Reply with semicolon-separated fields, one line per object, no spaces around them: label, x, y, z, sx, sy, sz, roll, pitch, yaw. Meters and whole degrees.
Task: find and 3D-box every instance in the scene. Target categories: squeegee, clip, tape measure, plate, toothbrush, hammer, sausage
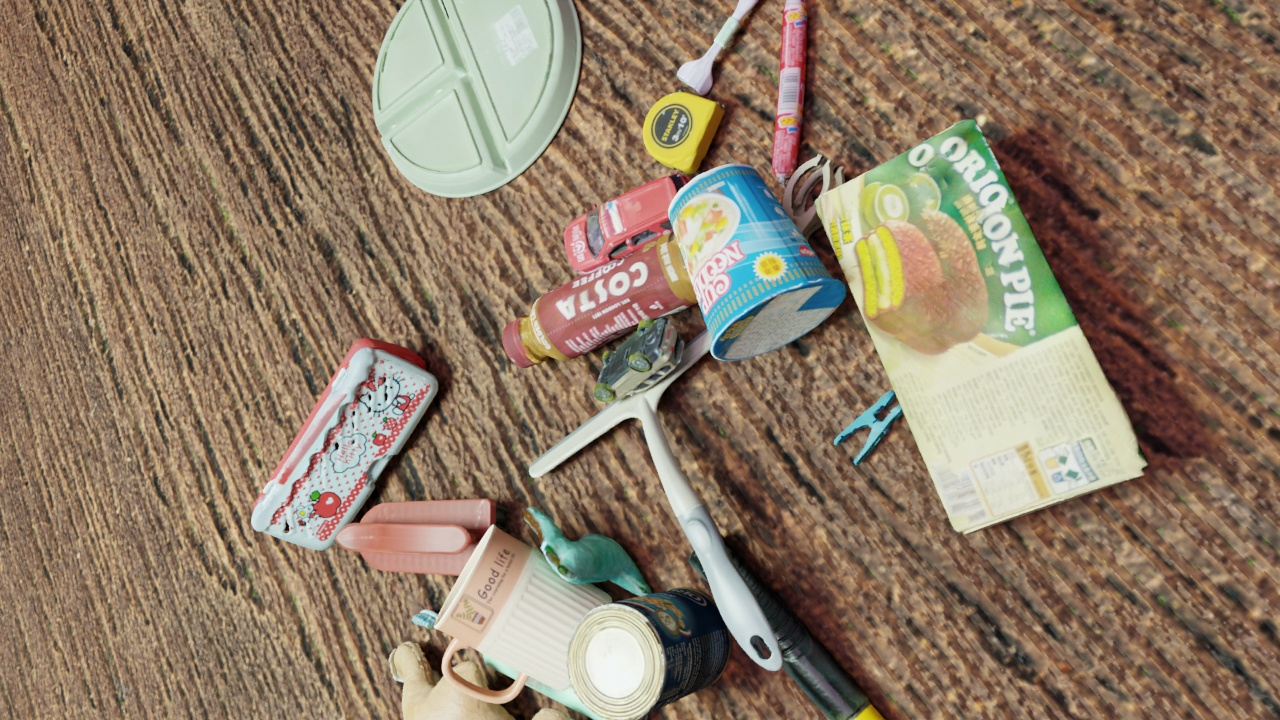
squeegee;0.035;0.101;0.642;0.247;0.039;0.246;-38;55;18
clip;0.117;-0.098;0.661;0.064;0.034;0.098;34;104;26
tape measure;0.032;-0.179;0.718;0.057;0.029;0.060;27;96;27
plate;-0.157;-0.262;0.832;0.231;0.027;0.230;-4;82;27
clip;0.159;0.044;0.630;0.041;0.014;0.056;46;104;25
toothbrush;-0.093;0.242;0.730;0.225;0.027;0.026;16;102;29
hammer;0.140;0.233;0.605;0.129;0.032;0.300;-49;65;12
toothbrush;0.093;-0.292;0.707;0.029;0.021;0.189;33;100;-11
sausage;0.112;-0.205;0.684;0.020;0.020;0.155;2;85;28

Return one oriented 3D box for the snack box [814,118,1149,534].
snack box;0.210;-0.020;0.583;0.115;0.063;0.240;-27;71;22

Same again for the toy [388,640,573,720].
toy;-0.139;0.309;0.721;0.226;0.082;0.143;17;87;32

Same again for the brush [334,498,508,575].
brush;-0.185;0.147;0.768;0.146;0.069;0.063;-5;80;27

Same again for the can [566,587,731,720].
can;0.007;0.200;0.634;0.075;0.111;0.075;-4;81;28

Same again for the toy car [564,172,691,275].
toy car;-0.009;-0.107;0.723;0.121;0.045;0.053;-23;72;26

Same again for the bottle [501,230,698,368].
bottle;-0.029;-0.043;0.716;0.175;0.057;0.057;-23;73;23

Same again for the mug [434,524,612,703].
mug;-0.093;0.197;0.678;0.106;0.082;0.114;31;84;-6

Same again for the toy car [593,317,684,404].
toy car;-0.004;0.004;0.693;0.091;0.035;0.042;-36;28;43

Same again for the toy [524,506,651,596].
toy;-0.043;0.143;0.681;0.096;0.091;0.030;41;101;29

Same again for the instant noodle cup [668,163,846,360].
instant noodle cup;0.071;-0.070;0.627;0.099;0.099;0.110;-33;67;20

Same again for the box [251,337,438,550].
box;-0.260;0.079;0.804;0.068;0.090;0.201;43;103;34
